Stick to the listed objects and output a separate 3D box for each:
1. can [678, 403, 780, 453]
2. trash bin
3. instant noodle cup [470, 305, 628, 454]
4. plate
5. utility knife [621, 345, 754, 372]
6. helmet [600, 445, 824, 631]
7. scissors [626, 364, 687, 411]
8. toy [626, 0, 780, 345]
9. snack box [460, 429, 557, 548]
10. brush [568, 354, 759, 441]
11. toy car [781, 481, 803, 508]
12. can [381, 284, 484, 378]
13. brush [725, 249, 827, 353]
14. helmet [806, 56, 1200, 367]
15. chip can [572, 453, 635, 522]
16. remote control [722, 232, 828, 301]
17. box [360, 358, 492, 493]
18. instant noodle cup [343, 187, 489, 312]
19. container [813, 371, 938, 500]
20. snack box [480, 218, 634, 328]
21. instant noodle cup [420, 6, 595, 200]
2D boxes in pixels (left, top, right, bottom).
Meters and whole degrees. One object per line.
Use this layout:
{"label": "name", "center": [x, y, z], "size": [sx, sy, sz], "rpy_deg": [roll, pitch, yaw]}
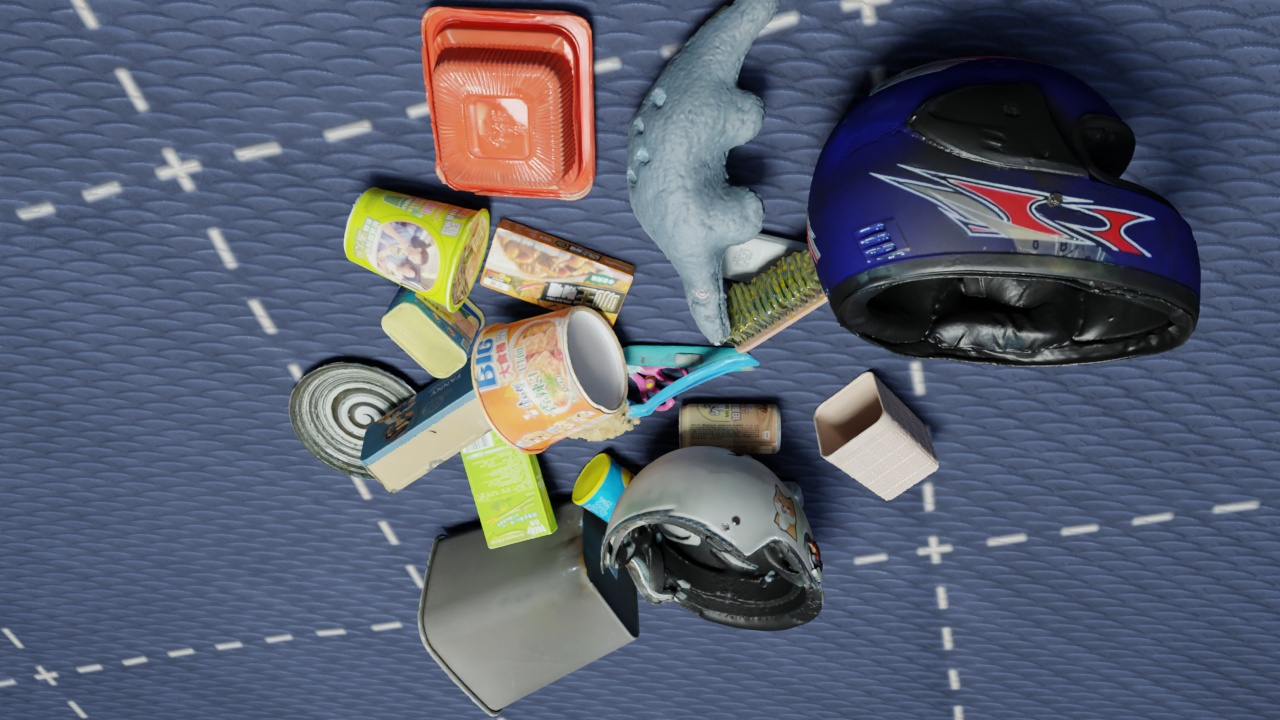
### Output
{"label": "can", "center": [0.104, 0.080, 1.072], "size": [0.116, 0.058, 0.059], "rpy_deg": [0, 124, 5]}
{"label": "trash bin", "center": [-0.133, 0.298, 1.171], "size": [0.220, 0.198, 0.199], "rpy_deg": [-25, 120, 11]}
{"label": "instant noodle cup", "center": [-0.090, 0.015, 0.982], "size": [0.112, 0.151, 0.151], "rpy_deg": [-19, 120, 27]}
{"label": "plate", "center": [-0.340, 0.073, 1.129], "size": [0.179, 0.024, 0.180], "rpy_deg": [2, 122, 3]}
{"label": "utility knife", "center": [0.040, -0.003, 1.042], "size": [0.182, 0.013, 0.029], "rpy_deg": [2, 101, 0]}
{"label": "helmet", "center": [0.090, 0.190, 1.042], "size": [0.231, 0.156, 0.274], "rpy_deg": [-18, 139, 38]}
{"label": "scissors", "center": [-0.006, 0.003, 1.059], "size": [0.137, 0.017, 0.074], "rpy_deg": [36, 117, -13]}
{"label": "toy", "center": [0.054, -0.184, 0.872], "size": [0.138, 0.091, 0.357], "rpy_deg": [6, 112, 7]}
{"label": "snack box", "center": [-0.164, 0.143, 1.115], "size": [0.086, 0.026, 0.156], "rpy_deg": [-17, 91, 14]}
{"label": "brush", "center": [0.018, 0.039, 1.032], "size": [0.255, 0.045, 0.083], "rpy_deg": [-24, 149, 29]}
{"label": "toy car", "center": [0.156, 0.171, 1.138], "size": [0.091, 0.042, 0.034], "rpy_deg": [-4, 125, 9]}
{"label": "can", "center": [-0.227, -0.042, 1.004], "size": [0.057, 0.083, 0.102], "rpy_deg": [-33, 115, 23]}
{"label": "brush", "center": [0.150, -0.067, 0.947], "size": [0.146, 0.063, 0.073], "rpy_deg": [-33, 150, 31]}
{"label": "helmet", "center": [0.306, -0.137, 0.797], "size": [0.316, 0.240, 0.247], "rpy_deg": [6, 162, 9]}
{"label": "chip can", "center": [0.018, 0.201, 1.154], "size": [0.210, 0.071, 0.071], "rpy_deg": [36, 119, -19]}
{"label": "remote control", "center": [0.152, -0.101, 0.967], "size": [0.150, 0.021, 0.058], "rpy_deg": [13, 132, -3]}
{"label": "box", "center": [-0.233, 0.070, 1.060], "size": [0.184, 0.089, 0.061], "rpy_deg": [-36, 118, 5]}
{"label": "instant noodle cup", "center": [-0.232, -0.122, 0.944], "size": [0.123, 0.111, 0.112], "rpy_deg": [20, 123, 1]}
{"label": "container", "center": [0.271, 0.090, 1.049], "size": [0.111, 0.089, 0.090], "rpy_deg": [37, 119, -23]}
{"label": "snack box", "center": [-0.090, -0.092, 0.993], "size": [0.153, 0.026, 0.075], "rpy_deg": [19, 124, -8]}
{"label": "instant noodle cup", "center": [-0.128, -0.232, 0.873], "size": [0.164, 0.079, 0.189], "rpy_deg": [3, 126, 5]}
